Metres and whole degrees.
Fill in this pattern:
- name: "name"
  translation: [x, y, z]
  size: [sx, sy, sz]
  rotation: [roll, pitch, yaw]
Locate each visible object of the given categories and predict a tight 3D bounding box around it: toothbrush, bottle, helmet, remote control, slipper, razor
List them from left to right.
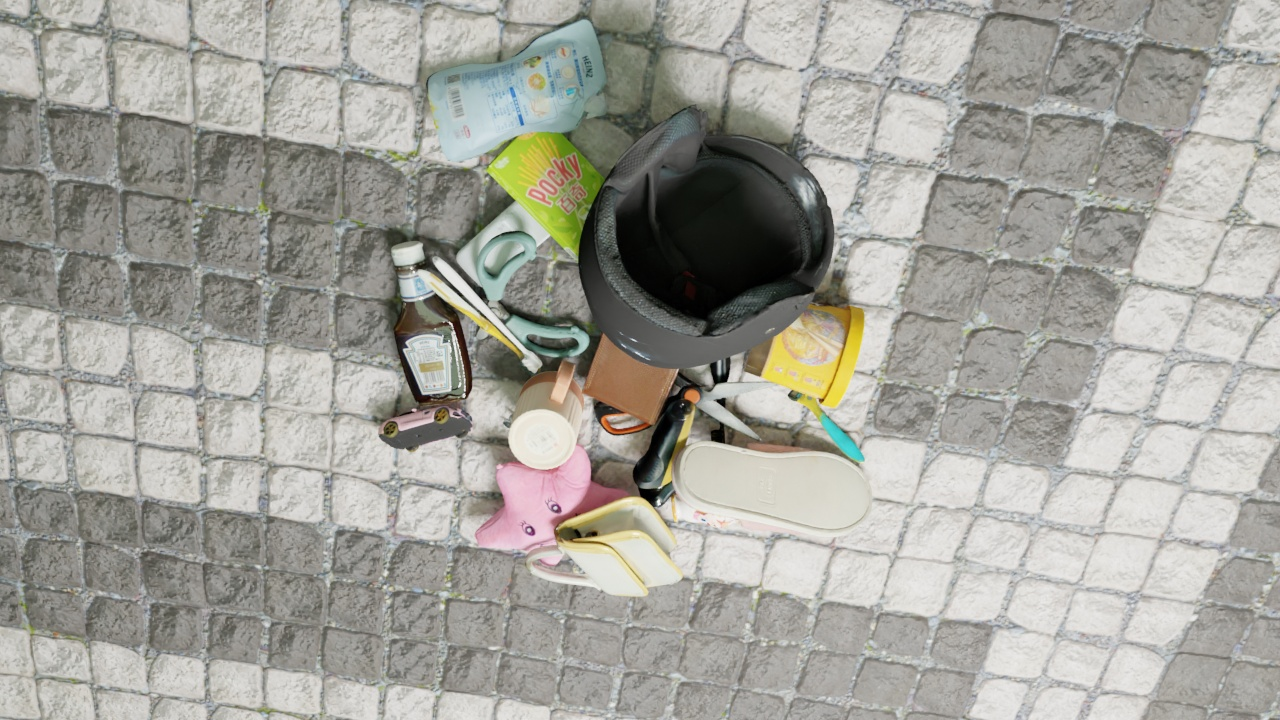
- name: "bottle"
  translation: [-0.254, -0.043, 1.086]
  size: [0.080, 0.044, 0.195]
  rotation: [-8, 111, 5]
- name: "toothbrush"
  translation: [-0.188, -0.042, 1.074]
  size: [0.016, 0.018, 0.191]
  rotation: [-28, 122, 34]
- name: "toothbrush"
  translation: [-0.178, -0.052, 1.064]
  size: [0.016, 0.016, 0.180]
  rotation: [-23, 117, 40]
- name: "remote control"
  translation: [-0.149, -0.141, 1.054]
  size: [0.136, 0.020, 0.056]
  rotation: [-38, 105, 18]
- name: "razor"
  translation: [0.034, 0.109, 1.105]
  size: [0.067, 0.062, 0.168]
  rotation: [1, 136, -17]
- name: "helmet"
  translation: [0.062, -0.114, 0.950]
  size: [0.274, 0.231, 0.233]
  rotation: [-26, 83, -31]
- name: "bottle"
  translation: [0.094, 0.180, 1.156]
  size: [0.108, 0.063, 0.063]
  rotation: [-7, 112, 5]
- name: "toothbrush"
  translation: [0.095, 0.008, 1.106]
  size: [0.027, 0.026, 0.213]
  rotation: [-7, 113, -12]
- name: "slipper"
  translation: [0.158, 0.154, 1.107]
  size: [0.274, 0.114, 0.055]
  rotation: [9, 157, -22]
- name: "razor"
  translation: [0.233, 0.077, 1.128]
  size: [0.043, 0.028, 0.132]
  rotation: [-45, 104, -15]

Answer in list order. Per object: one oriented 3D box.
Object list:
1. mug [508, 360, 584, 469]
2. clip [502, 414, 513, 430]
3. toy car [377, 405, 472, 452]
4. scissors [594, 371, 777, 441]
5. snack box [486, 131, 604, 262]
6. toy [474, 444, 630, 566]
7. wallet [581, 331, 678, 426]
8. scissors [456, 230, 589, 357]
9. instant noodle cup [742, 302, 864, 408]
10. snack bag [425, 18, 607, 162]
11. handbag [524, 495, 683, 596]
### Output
- name: "mug"
  translation: [-0.105, 0.058, 1.088]
  size: [0.081, 0.105, 0.115]
  rotation: [22, 111, -7]
- name: "clip"
  translation: [-0.147, 0.091, 1.148]
  size: [0.058, 0.025, 0.037]
  rotation: [42, 115, -14]
- name: "toy car"
  translation: [-0.265, 0.080, 1.132]
  size: [0.122, 0.037, 0.056]
  rotation: [-15, 148, 16]
- name: "scissors"
  translation: [0.041, 0.038, 1.109]
  size: [0.228, 0.021, 0.221]
  rotation: [-35, 101, 22]
- name: "snack box"
  translation: [-0.085, -0.186, 1.015]
  size: [0.156, 0.026, 0.085]
  rotation: [45, 80, -14]
- name: "toy"
  translation: [-0.127, 0.184, 1.154]
  size: [0.195, 0.074, 0.178]
  rotation: [-37, 122, 13]
- name: "wallet"
  translation: [-0.006, 0.006, 1.078]
  size: [0.101, 0.032, 0.125]
  rotation: [24, 115, 6]
- name: "scissors"
  translation: [-0.131, -0.073, 1.062]
  size: [0.171, 0.019, 0.170]
  rotation: [19, 132, -5]
- name: "instant noodle cup"
  translation: [0.183, -0.017, 1.050]
  size: [0.114, 0.118, 0.119]
  rotation: [15, 112, 4]
- name: "snack bag"
  translation: [-0.129, -0.284, 0.975]
  size: [0.191, 0.039, 0.110]
  rotation: [-15, 76, 7]
- name: "handbag"
  translation: [-0.049, 0.252, 1.155]
  size: [0.179, 0.063, 0.163]
  rotation: [-20, 139, 11]
